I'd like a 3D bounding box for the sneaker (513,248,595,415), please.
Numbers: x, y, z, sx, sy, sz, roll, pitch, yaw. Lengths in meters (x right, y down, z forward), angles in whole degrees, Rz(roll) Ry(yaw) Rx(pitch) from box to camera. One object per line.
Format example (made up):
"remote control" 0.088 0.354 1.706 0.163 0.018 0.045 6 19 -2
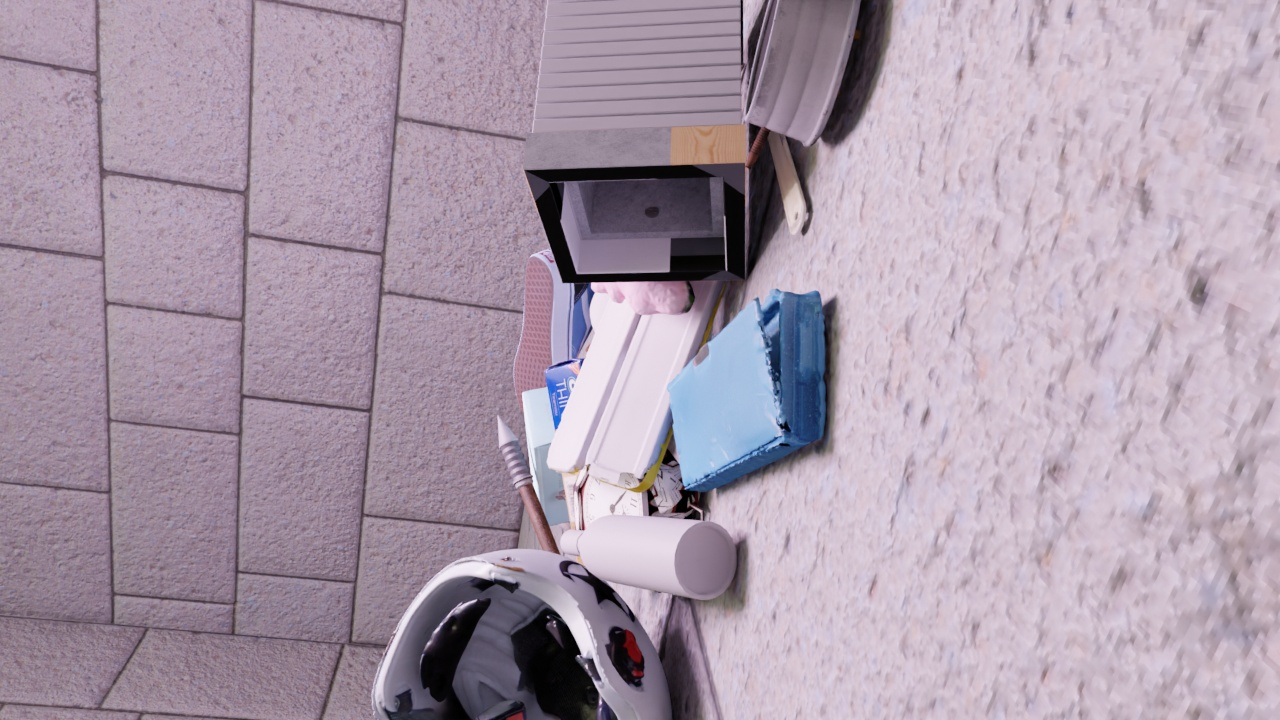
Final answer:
"sneaker" -0.082 -0.023 1.056 0.083 0.098 0.242 39 134 35

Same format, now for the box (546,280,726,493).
"box" -0.007 0.003 0.772 0.130 0.038 0.209 8 73 47

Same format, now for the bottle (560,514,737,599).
"bottle" -0.007 0.143 0.693 0.196 0.052 0.052 -11 70 58

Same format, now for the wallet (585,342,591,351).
"wallet" -0.023 -0.058 1.102 0.121 0.013 0.087 -51 6 -7

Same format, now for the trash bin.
"trash bin" 0.007 -0.202 0.696 0.142 0.142 0.246 77 -166 -63

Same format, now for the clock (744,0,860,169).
"clock" 0.097 -0.190 0.527 0.148 0.056 0.103 102 180 -50

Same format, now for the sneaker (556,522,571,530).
"sneaker" -0.060 0.118 1.149 0.234 0.095 0.120 -84 6 -59

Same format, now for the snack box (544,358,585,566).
"snack box" -0.038 0.100 0.882 0.057 0.056 0.206 -14 84 44

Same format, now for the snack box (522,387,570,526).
"snack box" -0.095 0.108 1.010 0.175 0.053 0.075 91 166 -52

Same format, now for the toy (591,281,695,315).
"toy" 0.004 -0.081 0.748 0.050 0.093 0.102 48 -134 -58

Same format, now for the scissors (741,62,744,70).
"scissors" 0.028 -0.176 0.848 0.226 0.016 0.161 -49 20 38

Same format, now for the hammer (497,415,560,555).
"hammer" -0.087 0.204 0.934 0.322 0.043 0.156 66 162 14

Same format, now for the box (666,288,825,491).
"box" 0.059 0.030 0.606 0.232 0.048 0.093 129 147 -72

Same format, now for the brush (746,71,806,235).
"brush" 0.096 -0.157 0.650 0.217 0.012 0.033 -93 15 -46

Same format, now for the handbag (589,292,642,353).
"handbag" 0.028 -0.110 0.908 0.215 0.095 0.223 -117 48 -71

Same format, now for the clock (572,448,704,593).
"clock" 0.010 0.131 0.775 0.155 0.065 0.115 20 103 51

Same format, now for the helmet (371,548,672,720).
"helmet" -0.074 0.283 0.761 0.237 0.264 0.163 -53 -25 18
